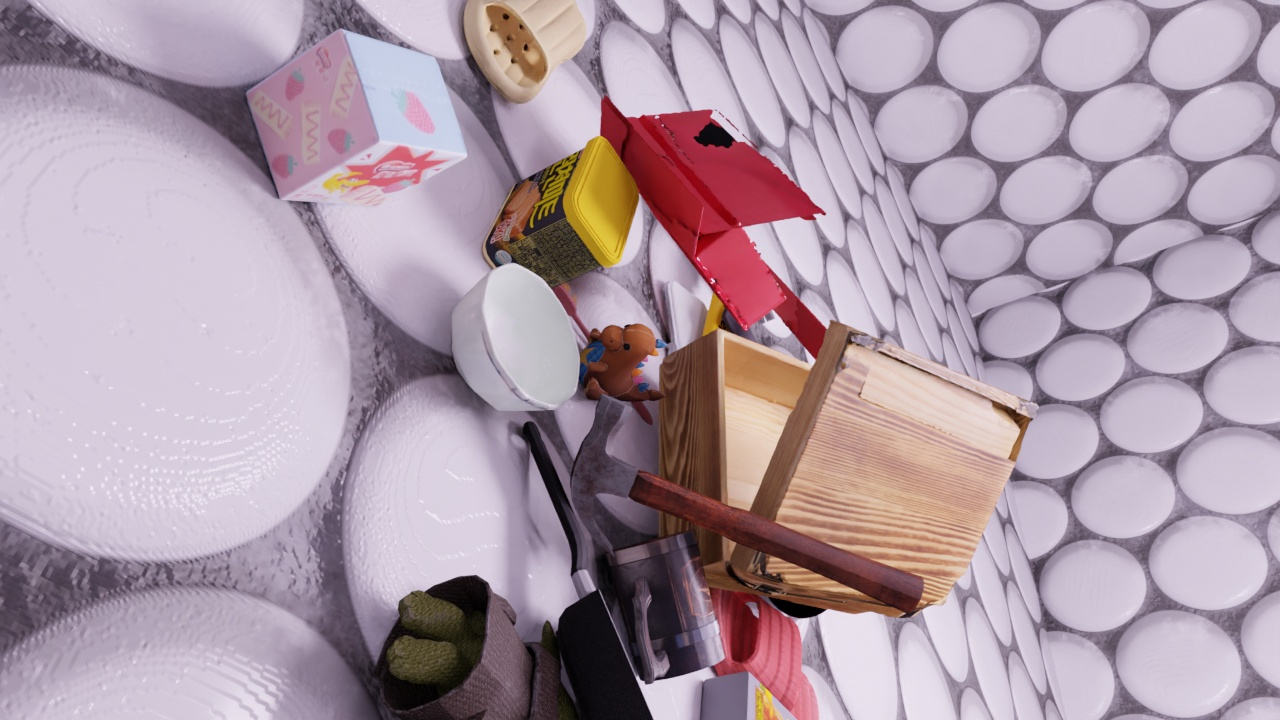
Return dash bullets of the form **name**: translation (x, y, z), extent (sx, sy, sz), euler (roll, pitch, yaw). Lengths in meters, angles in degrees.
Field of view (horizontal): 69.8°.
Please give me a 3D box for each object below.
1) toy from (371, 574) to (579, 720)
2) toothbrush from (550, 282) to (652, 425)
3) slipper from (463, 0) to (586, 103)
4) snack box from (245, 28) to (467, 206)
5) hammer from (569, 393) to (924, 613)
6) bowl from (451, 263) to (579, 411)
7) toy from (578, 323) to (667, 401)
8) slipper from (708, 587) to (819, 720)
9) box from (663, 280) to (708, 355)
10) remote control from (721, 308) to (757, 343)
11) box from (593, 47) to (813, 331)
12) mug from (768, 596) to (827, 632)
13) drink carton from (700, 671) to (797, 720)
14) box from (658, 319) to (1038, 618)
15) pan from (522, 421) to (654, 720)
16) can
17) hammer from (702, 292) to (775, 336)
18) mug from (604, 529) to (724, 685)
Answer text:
- **toy**: translation (-0.095, 0.202, 0.557), extent (0.153, 0.078, 0.179), euler (58, 15, -30)
- **toothbrush**: translation (-0.034, -0.005, 0.891), extent (0.184, 0.015, 0.015), euler (56, 26, -26)
- **slipper**: translation (-0.102, -0.360, 0.948), extent (0.111, 0.079, 0.260), euler (52, 31, -25)
- **snack box**: translation (-0.189, -0.158, 0.619), extent (0.092, 0.095, 0.079), euler (-13, 83, -64)
- **hammer**: translation (0.086, 0.135, 0.726), extent (0.300, 0.111, 0.028), euler (23, 2, -7)
- **bowl**: translation (-0.105, -0.010, 0.709), extent (0.117, 0.061, 0.117), euler (42, 37, -42)
- **toy**: translation (-0.005, 0.005, 0.842), extent (0.103, 0.090, 0.070), euler (24, 47, -27)
- **slipper**: translation (0.139, 0.310, 0.942), extent (0.249, 0.059, 0.103), euler (54, 30, -30)
- **box**: translation (0.092, 0.020, 1.089), extent (0.190, 0.038, 0.208), euler (37, 40, -51)
- **remote control**: translation (0.131, -0.011, 1.085), extent (0.124, 0.009, 0.046), euler (60, 33, -15)
- **box**: translation (0.036, -0.248, 0.782), extent (0.214, 0.138, 0.468), euler (57, -12, 41)
- **mug**: translation (0.188, 0.265, 1.058), extent (0.100, 0.085, 0.119), euler (19, 84, -70)
- **drink carton**: translation (0.109, 0.353, 0.863), extent (0.125, 0.049, 0.076), euler (51, 32, -33)
- **box**: translation (0.198, 0.115, 0.865), extent (0.279, 0.265, 0.269), euler (20, 61, -34)
- **pan**: translation (-0.034, 0.198, 0.659), extent (0.204, 0.044, 0.355), euler (82, -16, -61)
- **can**: translation (-0.069, -0.125, 0.812), extent (0.072, 0.101, 0.130), euler (53, 31, -29)
- **hammer**: translation (0.091, -0.030, 1.073), extent (0.170, 0.034, 0.323), euler (49, 36, -27)
- **mug**: translation (0.015, 0.204, 0.755), extent (0.115, 0.080, 0.107), euler (9, 65, -68)
